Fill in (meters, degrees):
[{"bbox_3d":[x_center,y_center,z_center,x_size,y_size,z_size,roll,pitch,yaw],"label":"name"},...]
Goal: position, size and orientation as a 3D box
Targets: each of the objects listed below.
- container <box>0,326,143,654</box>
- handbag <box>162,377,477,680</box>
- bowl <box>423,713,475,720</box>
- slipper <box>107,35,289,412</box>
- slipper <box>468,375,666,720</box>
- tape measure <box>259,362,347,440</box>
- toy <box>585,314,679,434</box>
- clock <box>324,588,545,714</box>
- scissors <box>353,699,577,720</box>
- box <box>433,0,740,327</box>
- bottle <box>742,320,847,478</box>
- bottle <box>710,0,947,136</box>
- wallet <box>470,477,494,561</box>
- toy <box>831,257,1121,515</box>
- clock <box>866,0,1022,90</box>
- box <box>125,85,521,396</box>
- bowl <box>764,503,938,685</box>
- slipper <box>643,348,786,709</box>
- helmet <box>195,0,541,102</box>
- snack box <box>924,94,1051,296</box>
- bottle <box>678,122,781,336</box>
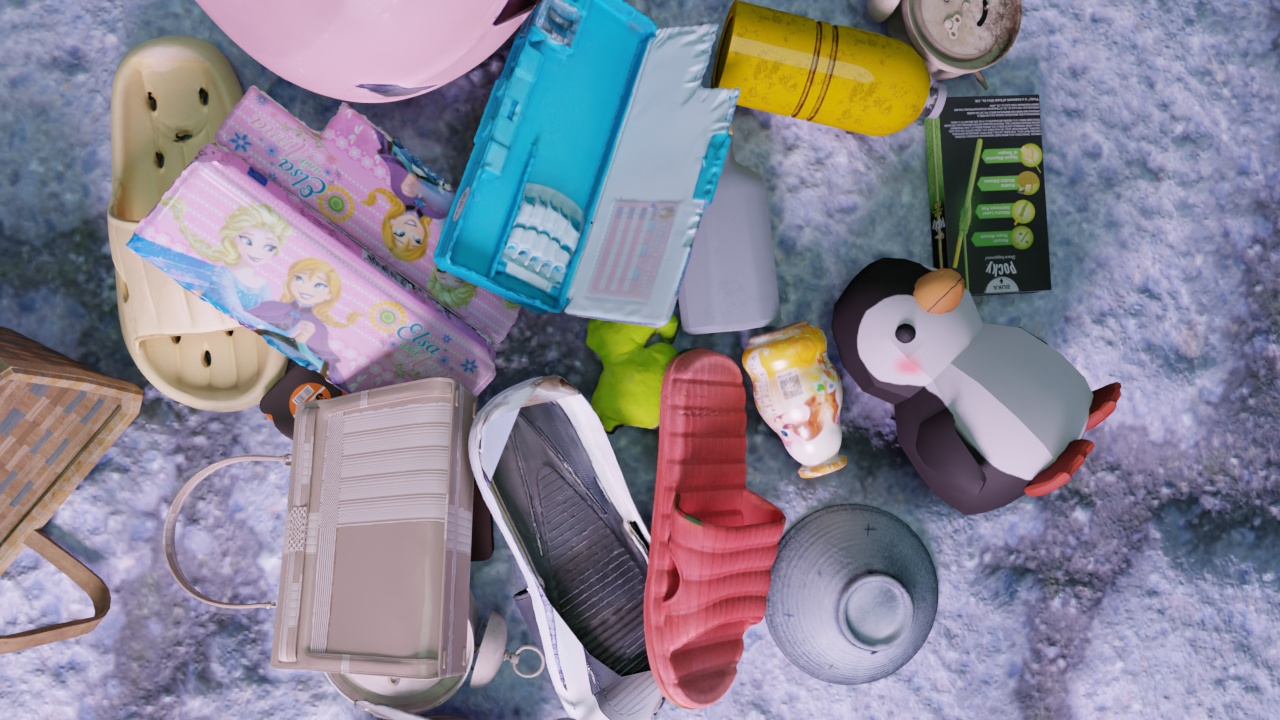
[{"bbox_3d":[-0.422,0.107,0.558,0.186,0.157,0.250,38,85,7],"label":"container"},{"bbox_3d":[-0.208,0.107,0.578,0.198,0.062,0.175,-2,74,7],"label":"handbag"},{"bbox_3d":[-0.138,0.306,0.627,0.145,0.067,0.145,0,89,-6],"label":"bowl"},{"bbox_3d":[-0.308,-0.093,0.611,0.111,0.079,0.261,-7,89,-3],"label":"slipper"},{"bbox_3d":[-0.045,0.136,0.630,0.111,0.063,0.264,-30,110,-28],"label":"slipper"},{"bbox_3d":[-0.224,0.031,0.637,0.059,0.038,0.058,40,78,8],"label":"tape measure"},{"bbox_3d":[-0.004,0.004,0.663,0.094,0.036,0.093,-38,88,-12],"label":"toy"},{"bbox_3d":[-0.142,0.187,0.631,0.157,0.061,0.103,16,100,-3],"label":"clock"},{"bbox_3d":[-0.099,0.237,0.590,0.161,0.014,0.117,44,86,-7],"label":"scissors"},{"bbox_3d":[-0.027,-0.141,0.628,0.170,0.085,0.227,18,80,2],"label":"box"},{"bbox_3d":[0.115,0.029,0.661,0.063,0.063,0.109,-18,92,-6],"label":"bottle"},{"bbox_3d":[0.139,-0.206,0.663,0.164,0.071,0.071,11,88,-6],"label":"bottle"},{"bbox_3d":[-0.164,0.100,0.653,0.115,0.018,0.091,-3,90,-4],"label":"wallet"},{"bbox_3d":[0.212,0.012,0.655,0.184,0.140,0.158,46,52,6],"label":"toy"},{"bbox_3d":[0.211,-0.261,0.680,0.140,0.055,0.093,17,87,-13],"label":"clock"},{"bbox_3d":[-0.179,-0.063,0.593,0.230,0.063,0.160,39,85,-29],"label":"box"},{"bbox_3d":[0.162,0.176,0.666,0.137,0.057,0.137,0,89,-6],"label":"bowl"},{"bbox_3d":[0.057,0.114,0.635,0.103,0.059,0.248,10,80,-44],"label":"slipper"},{"bbox_3d":[-0.140,-0.254,0.561,0.256,0.229,0.152,-25,119,14],"label":"helmet"},{"bbox_3d":[0.263,-0.124,0.697,0.080,0.025,0.147,-3,90,-6],"label":"snack box"},{"bbox_3d":[0.057,-0.101,0.664,0.072,0.046,0.161,-6,90,-6],"label":"bottle"}]
